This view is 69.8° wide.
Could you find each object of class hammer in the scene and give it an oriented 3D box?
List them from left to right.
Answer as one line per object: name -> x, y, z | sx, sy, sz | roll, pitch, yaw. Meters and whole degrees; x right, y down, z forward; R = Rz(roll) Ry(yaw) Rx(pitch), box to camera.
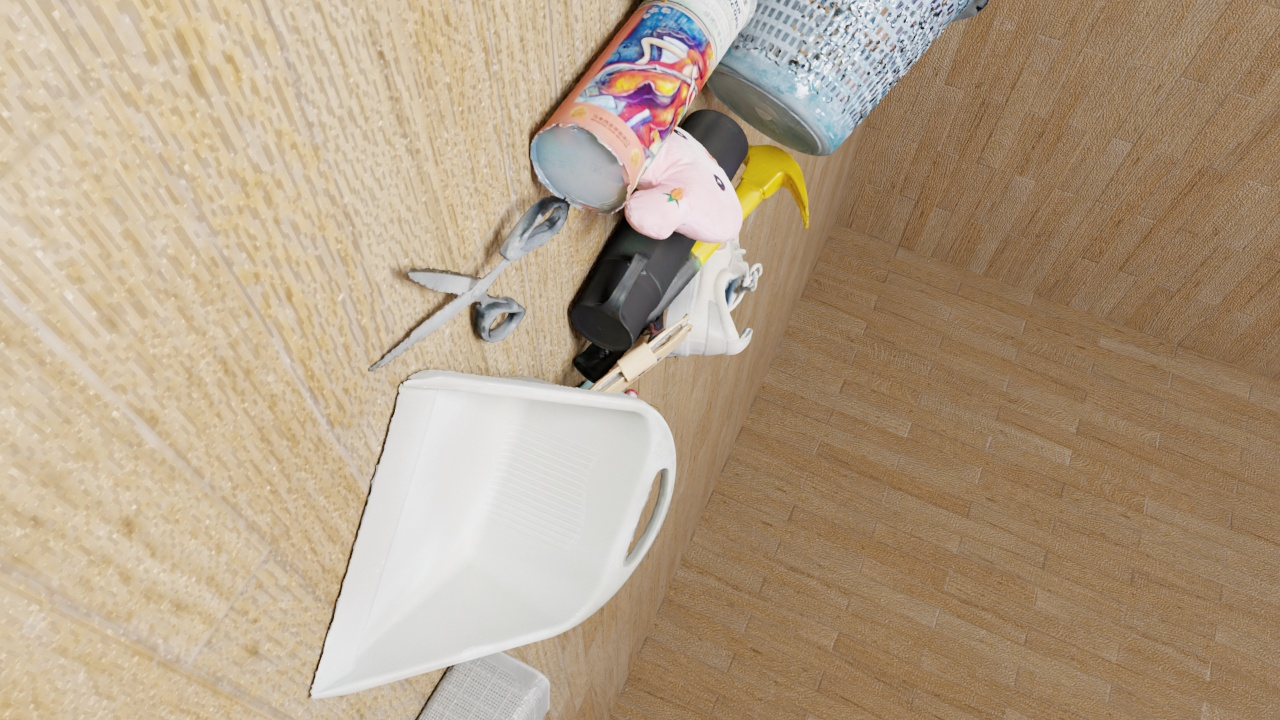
hammer -> 0.047, -0.096, 0.869 | 0.300, 0.129, 0.033 | -48, 153, -15

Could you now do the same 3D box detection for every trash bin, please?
trash bin -> 0.163, -0.305, 0.829 | 0.195, 0.226, 0.226 | -55, 169, 3

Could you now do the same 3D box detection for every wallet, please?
wallet -> -0.005, 0.005, 0.794 | 0.115, 0.024, 0.087 | -36, 173, -10

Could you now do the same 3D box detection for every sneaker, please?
sneaker -> 0.082, -0.104, 0.943 | 0.090, 0.091, 0.241 | 89, 8, -53

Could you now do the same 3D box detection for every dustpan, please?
dustpan -> -0.074, 0.117, 0.650 | 0.257, 0.143, 0.223 | -29, 140, -74

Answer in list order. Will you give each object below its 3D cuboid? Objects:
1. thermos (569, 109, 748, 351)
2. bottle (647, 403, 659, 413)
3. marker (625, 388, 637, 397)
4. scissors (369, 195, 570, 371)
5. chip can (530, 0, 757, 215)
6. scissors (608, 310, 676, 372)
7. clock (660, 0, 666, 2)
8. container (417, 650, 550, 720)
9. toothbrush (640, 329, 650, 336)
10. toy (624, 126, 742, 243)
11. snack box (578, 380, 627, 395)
thermos -> 0.024, -0.122, 0.802 | 0.241, 0.068, 0.090 | -62, -172, -29
bottle -> -0.045, 0.143, 0.999 | 0.065, 0.065, 0.218 | 26, 85, -78
marker -> -0.039, 0.095, 1.065 | 0.017, 0.017, 0.145 | 90, 25, -62
scissors -> -0.093, -0.044, 0.540 | 0.159, 0.014, 0.181 | -56, 170, -12
chip can -> 0.007, -0.192, 0.613 | 0.071, 0.071, 0.214 | 95, 22, -56
scissors -> 0.009, -0.019, 0.990 | 0.188, 0.015, 0.227 | -55, 160, -17
clock -> 0.029, -0.282, 0.579 | 0.082, 0.055, 0.121 | 91, 21, -61
container -> -0.150, 0.331, 0.832 | 0.114, 0.090, 0.090 | -55, 162, -37
toothbrush -> 0.011, -0.090, 0.948 | 0.029, 0.020, 0.190 | -27, 149, -20
toy -> 0.022, -0.135, 0.705 | 0.054, 0.121, 0.159 | -43, 174, 31
snack box -> -0.066, 0.083, 0.836 | 0.174, 0.051, 0.074 | -42, 154, -63
